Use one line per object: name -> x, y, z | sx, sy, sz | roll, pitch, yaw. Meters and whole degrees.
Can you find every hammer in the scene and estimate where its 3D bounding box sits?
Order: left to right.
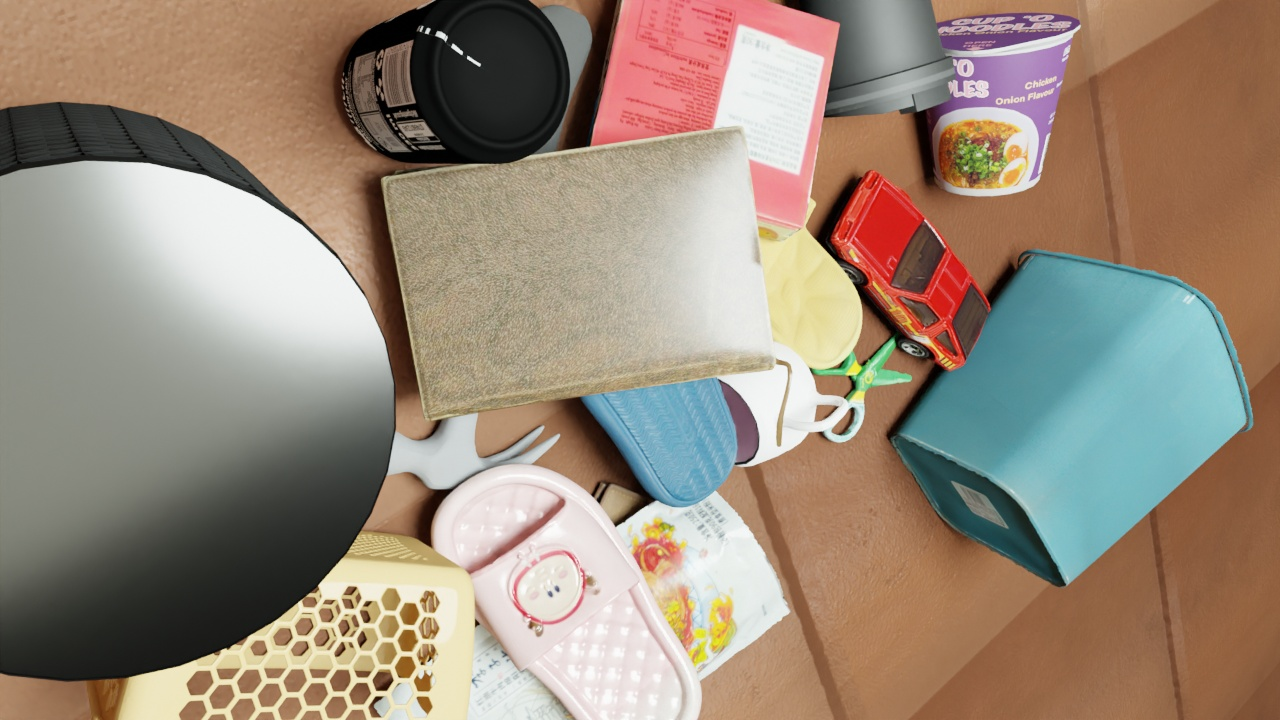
hammer -> -0.083, -0.068, 0.582 | 0.125, 0.029, 0.311 | 14, 92, -33

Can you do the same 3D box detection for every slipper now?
slipper -> -0.040, 0.160, 0.584 | 0.106, 0.056, 0.221 | -38, 96, -10
slipper -> -0.004, 0.004, 0.608 | 0.103, 0.059, 0.214 | -32, 110, -23
slipper -> 0.086, -0.082, 0.657 | 0.263, 0.078, 0.099 | 40, 75, -31

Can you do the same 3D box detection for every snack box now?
snack box -> 0.045, -0.163, 0.588 | 0.142, 0.040, 0.145 | 13, 82, -11

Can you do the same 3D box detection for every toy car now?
toy car -> 0.224, -0.071, 0.758 | 0.189, 0.056, 0.081 | 39, 72, -29

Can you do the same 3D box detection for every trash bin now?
trash bin -> -0.218, 0.000, 0.380 | 0.216, 0.243, 0.217 | -8, 105, -31
trash bin -> 0.363, 0.054, 0.805 | 0.218, 0.199, 0.196 | -44, 120, -9

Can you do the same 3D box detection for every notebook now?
notebook -> -0.027, -0.031, 0.539 | 0.215, 0.034, 0.190 | -9, 95, -5

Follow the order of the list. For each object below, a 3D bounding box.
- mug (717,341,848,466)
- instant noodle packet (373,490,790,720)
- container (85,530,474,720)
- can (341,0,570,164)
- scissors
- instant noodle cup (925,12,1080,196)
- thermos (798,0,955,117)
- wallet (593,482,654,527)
mug -> 0.095, 0.029, 0.658 | 0.076, 0.124, 0.090 | -30, 115, -35
instant noodle packet -> -0.027, 0.206, 0.634 | 0.268, 0.057, 0.147 | -36, 102, -14
container -> -0.196, 0.181, 0.504 | 0.183, 0.129, 0.167 | 12, 87, -34
can -> -0.102, -0.144, 0.480 | 0.080, 0.146, 0.080 | -8, 105, -31
scissors -> 0.192, 0.023, 0.785 | 0.129, 0.012, 0.117 | 4, 95, -34
instant noodle cup -> 0.278, -0.200, 0.734 | 0.136, 0.122, 0.122 | -45, 135, -48
thermos -> 0.150, -0.281, 0.643 | 0.105, 0.106, 0.219 | -24, 107, -26
wallet -> -0.013, 0.159, 0.678 | 0.098, 0.027, 0.121 | 27, 86, -31
